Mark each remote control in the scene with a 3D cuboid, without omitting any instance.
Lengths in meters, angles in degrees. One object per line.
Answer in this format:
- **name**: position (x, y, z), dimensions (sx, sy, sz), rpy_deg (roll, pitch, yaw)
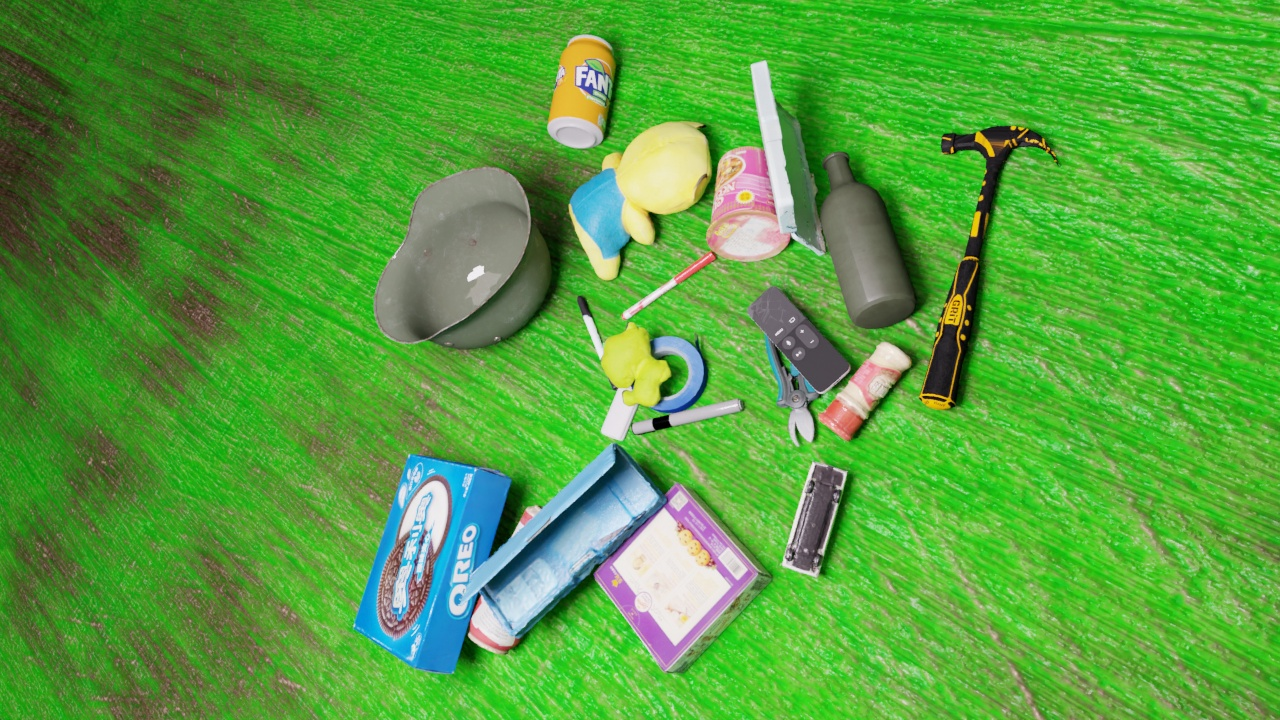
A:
- **remote control**: position (-0.012, 0.033, 1.124), dimensions (0.033, 0.012, 0.130), rpy_deg (17, 81, 35)
- **remote control**: position (0.172, -0.025, 1.012), dimensions (0.045, 0.008, 0.146), rpy_deg (-43, 53, 9)

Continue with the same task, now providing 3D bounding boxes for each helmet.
- **helmet**: position (-0.221, -0.107, 1.219), dimensions (0.268, 0.154, 0.226), rpy_deg (-28, 58, 14)

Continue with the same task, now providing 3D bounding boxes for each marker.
- **marker**: position (0.034, -0.093, 1.145), dimensions (0.142, 0.012, 0.012), rpy_deg (-34, 57, 16)
- **marker**: position (0.054, 0.066, 1.069), dimensions (0.141, 0.016, 0.016), rpy_deg (-15, 64, 26)
- **marker**: position (-0.055, -0.024, 1.174), dimensions (0.011, 0.011, 0.152), rpy_deg (-33, 58, 16)

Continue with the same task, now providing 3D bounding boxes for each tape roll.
- **tape roll**: position (0.033, 0.017, 1.091), dimensions (0.093, 0.016, 0.091), rpy_deg (-15, 69, 18)

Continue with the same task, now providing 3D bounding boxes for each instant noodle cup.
- **instant noodle cup**: position (0.126, -0.189, 1.082), dimensions (0.098, 0.097, 0.108), rpy_deg (-14, 58, 27)

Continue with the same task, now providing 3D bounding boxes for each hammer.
- **hammer**: position (0.344, -0.101, 0.947), dimensions (0.123, 0.036, 0.320), rpy_deg (8, 74, 33)

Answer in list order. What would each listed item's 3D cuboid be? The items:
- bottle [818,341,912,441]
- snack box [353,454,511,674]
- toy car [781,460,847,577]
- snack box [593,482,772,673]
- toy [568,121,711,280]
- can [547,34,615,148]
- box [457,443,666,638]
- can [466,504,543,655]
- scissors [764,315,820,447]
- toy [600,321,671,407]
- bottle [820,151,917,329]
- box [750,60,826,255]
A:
- **bottle**: position (0.234, 0.031, 0.956), dimensions (0.109, 0.044, 0.044), rpy_deg (-51, 54, 4)
- **snack box**: position (-0.260, 0.241, 1.133), dimensions (0.196, 0.056, 0.238), rpy_deg (0, 72, 52)
- **toy car**: position (0.179, 0.163, 0.942), dimensions (0.039, 0.039, 0.113), rpy_deg (17, 81, 9)
- **snack box**: position (0.042, 0.234, 0.995), dimensions (0.148, 0.040, 0.143), rpy_deg (-48, 54, 7)
- **toy**: position (-0.001, -0.220, 1.174), dimensions (0.214, 0.084, 0.148), rpy_deg (-33, 59, 20)
- **can**: position (-0.081, -0.374, 1.284), dimensions (0.079, 0.079, 0.142), rpy_deg (-2, 71, 31)
- **box**: position (-0.094, 0.191, 0.990), dimensions (0.231, 0.102, 0.094), rpy_deg (-43, 67, 5)
- **can**: position (-0.140, 0.257, 1.082), dimensions (0.067, 0.067, 0.170), rpy_deg (26, 86, 36)
- **scissors**: position (0.171, 0.015, 1.015), dimensions (0.128, 0.019, 0.153), rpy_deg (32, 89, 37)
- **toy**: position (-0.006, 0.006, 1.081), dimensions (0.093, 0.036, 0.094), rpy_deg (21, 87, 20)
- **bottle**: position (0.239, -0.138, 1.001), dimensions (0.072, 0.071, 0.206), rpy_deg (-22, 61, 23)
- **box**: position (0.163, -0.227, 1.041), dimensions (0.049, 0.136, 0.197), rpy_deg (-17, 63, 25)
